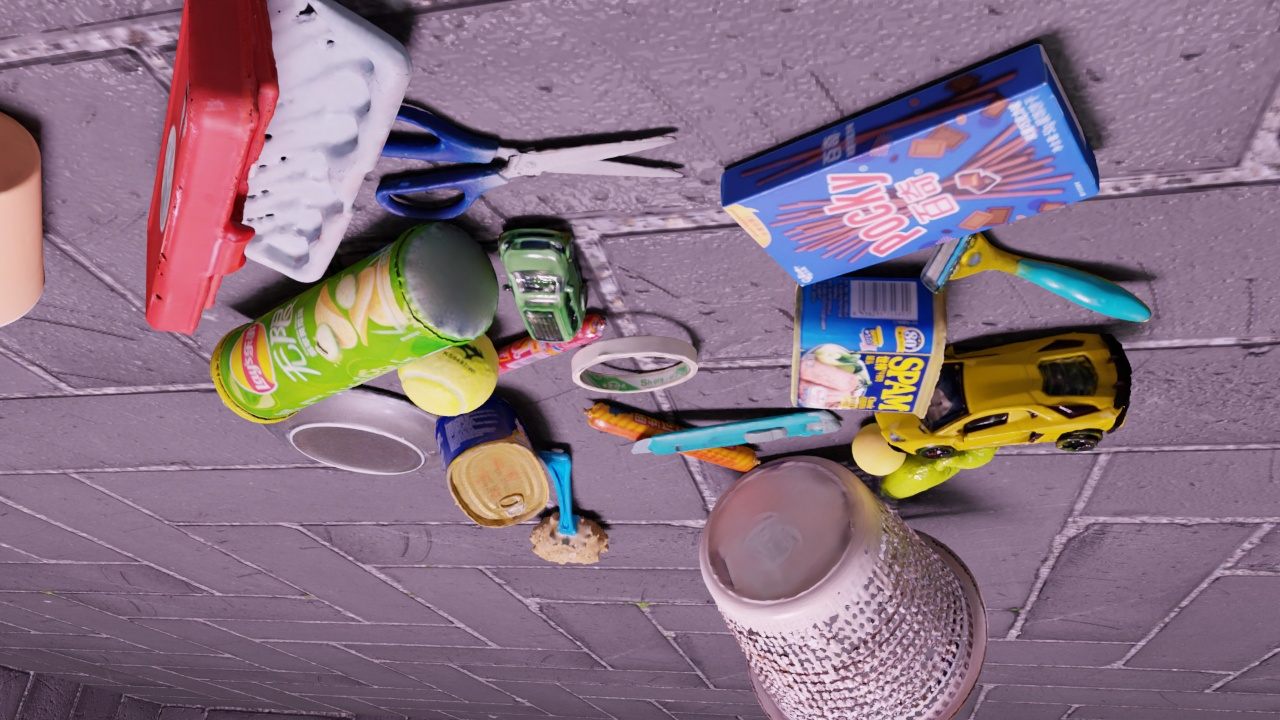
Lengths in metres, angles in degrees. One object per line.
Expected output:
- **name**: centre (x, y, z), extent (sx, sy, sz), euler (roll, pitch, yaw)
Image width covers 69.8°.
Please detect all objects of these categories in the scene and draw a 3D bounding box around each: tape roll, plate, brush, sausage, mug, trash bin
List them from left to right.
- **mug**: centre (-0.362, -0.078, 0.495), extent (0.078, 0.078, 0.123), euler (21, 143, -27)
- **plate**: centre (-0.242, 0.069, 0.791), extent (0.179, 0.024, 0.180), euler (4, 151, 2)
- **sausage**: centre (-0.081, -0.005, 0.632), extent (0.156, 0.020, 0.020), euler (-19, 144, 36)
- **brush**: centre (-0.074, 0.145, 0.895), extent (0.083, 0.045, 0.255), euler (7, 148, 4)
- **tape roll**: centre (-0.004, 0.004, 0.624), extent (0.086, 0.014, 0.086), euler (-4, 161, -1)
- **sausage**: centre (0.028, 0.063, 0.738), extent (0.165, 0.021, 0.022), euler (18, 149, -23)
- **trash bin**: centre (0.156, 0.193, 0.785), extent (0.228, 0.226, 0.192), euler (-13, 134, 30)

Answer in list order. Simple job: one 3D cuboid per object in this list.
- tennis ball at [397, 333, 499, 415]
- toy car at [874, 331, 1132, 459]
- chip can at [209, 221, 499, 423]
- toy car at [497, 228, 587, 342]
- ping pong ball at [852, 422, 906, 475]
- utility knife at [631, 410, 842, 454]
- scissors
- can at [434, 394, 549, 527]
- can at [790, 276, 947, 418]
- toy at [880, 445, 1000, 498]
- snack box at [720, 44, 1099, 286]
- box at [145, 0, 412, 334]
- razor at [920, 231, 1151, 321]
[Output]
- **tennis ball**: centre (-0.127, 0.005, 0.611), extent (0.065, 0.065, 0.066), euler (4, 152, 2)
- **toy car**: centre (0.225, 0.023, 0.582), extent (0.156, 0.071, 0.041), euler (-9, 150, 26)
- **chip can**: centre (-0.181, -0.019, 0.570), extent (0.222, 0.072, 0.072), euler (-18, 144, 36)
- **toy car**: centre (-0.057, -0.044, 0.543), extent (0.043, 0.036, 0.091), euler (2, 148, 9)
- **ping pong ball**: centre (0.182, 0.067, 0.701), extent (0.040, 0.040, 0.040), euler (4, 152, 2)
- **utility knife**: centre (0.073, 0.058, 0.709), extent (0.164, 0.013, 0.029), euler (-9, 136, 7)
- **scissors**: centre (-0.069, -0.105, 0.458), extent (0.171, 0.012, 0.141), euler (-18, 144, 34)
- **can**: centre (-0.120, 0.085, 0.747), extent (0.074, 0.049, 0.148), euler (-21, 149, -5)
- **can**: centre (0.134, -0.008, 0.555), extent (0.083, 0.057, 0.102), euler (2, 151, 10)
- **toy**: centre (0.230, 0.081, 0.715), extent (0.100, 0.031, 0.096), euler (-27, 166, 20)
- **snack box**: centre (0.127, -0.086, 0.444), extent (0.157, 0.026, 0.084), euler (-16, 145, 34)
- **box**: centre (-0.176, -0.089, 0.441), extent (0.098, 0.095, 0.202), euler (2, 155, -32)
- **razor**: centre (0.221, -0.044, 0.503), extent (0.132, 0.028, 0.043), euler (14, 119, -11)
